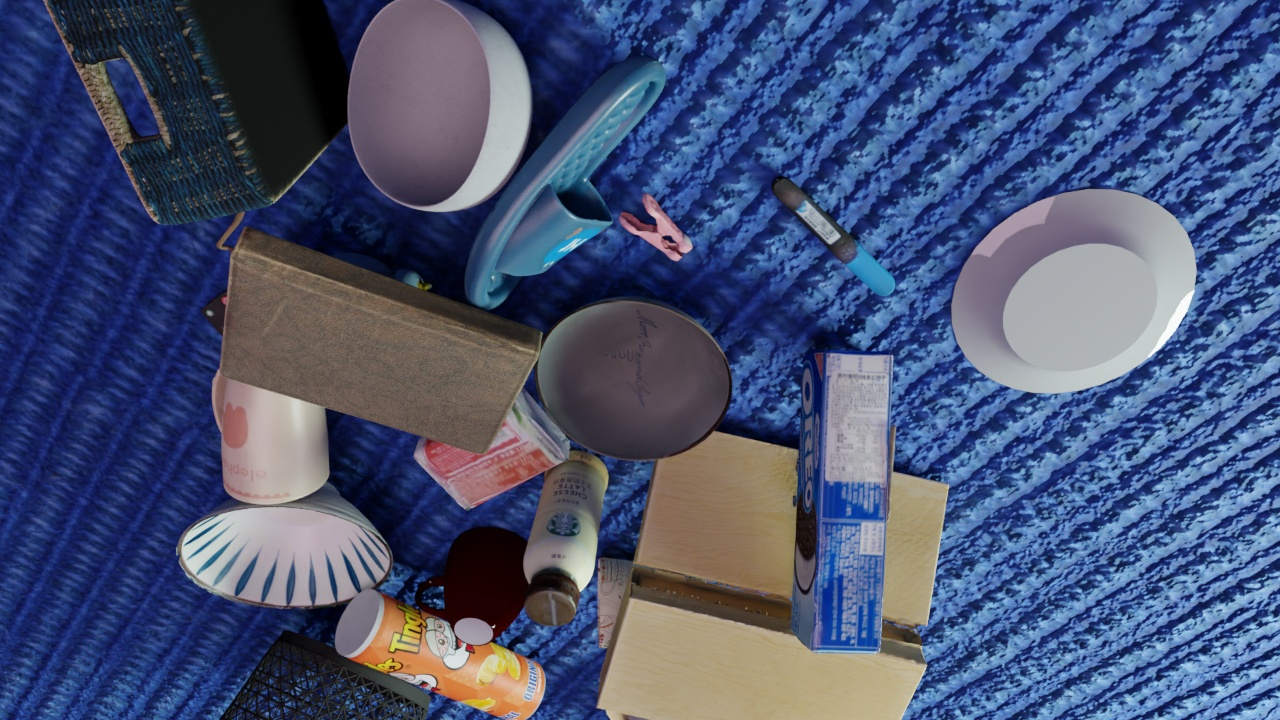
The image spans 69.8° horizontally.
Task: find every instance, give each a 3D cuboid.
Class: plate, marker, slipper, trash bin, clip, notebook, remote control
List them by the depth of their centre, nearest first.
[{"bbox_3d":[-0.050,-0.111,0.620,0.059,0.103,0.214,43,114,5],"label":"slipper"},{"bbox_3d":[-0.186,-0.018,0.649,0.215,0.034,0.191,19,140,-14],"label":"notebook"},{"bbox_3d":[0.141,-0.091,0.670,0.123,0.015,0.018,40,114,-16],"label":"marker"},{"bbox_3d":[0.010,-0.093,0.676,0.057,0.022,0.035,40,114,-21],"label":"clip"},{"bbox_3d":[0.323,-0.042,0.681,0.173,0.019,0.173,2,123,4],"label":"plate"},{"bbox_3d":[-0.308,-0.006,0.766,0.039,0.010,0.125,-29,116,21],"label":"remote control"},{"bbox_3d":[-0.326,0.403,0.862,0.217,0.242,0.217,19,153,10],"label":"trash bin"}]

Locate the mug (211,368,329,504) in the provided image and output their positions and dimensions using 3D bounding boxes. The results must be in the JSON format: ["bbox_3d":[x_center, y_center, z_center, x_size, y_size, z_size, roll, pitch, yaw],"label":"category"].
[{"bbox_3d":[-0.310,0.046,0.751,0.111,0.085,0.104,21,117,26],"label":"mug"}]

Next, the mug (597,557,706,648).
[{"bbox_3d":[0.011,0.241,0.839,0.097,0.121,0.081,1,152,-4],"label":"mug"}]

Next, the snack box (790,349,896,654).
[{"bbox_3d":[0.153,0.105,0.700,0.059,0.059,0.226,3,91,-5],"label":"snack box"}]

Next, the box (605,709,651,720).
[{"bbox_3d":[0.086,0.371,0.958,0.217,0.042,0.148,-20,115,17],"label":"box"}]

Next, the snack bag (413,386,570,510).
[{"bbox_3d":[-0.127,0.075,0.786,0.116,0.036,0.077,-28,117,20],"label":"snack bag"}]

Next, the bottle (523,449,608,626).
[{"bbox_3d":[-0.062,0.142,0.748,0.056,0.161,0.057,2,122,4],"label":"bottle"}]

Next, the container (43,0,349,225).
[{"bbox_3d":[-0.244,-0.183,0.542,0.071,0.187,0.145,-8,121,6],"label":"container"}]

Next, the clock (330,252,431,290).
[{"bbox_3d":[-0.213,-0.035,0.715,0.124,0.051,0.089,12,122,-3],"label":"clock"}]

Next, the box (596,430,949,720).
[{"bbox_3d":[0.111,0.198,0.768,0.247,0.097,0.261,13,90,-4],"label":"box"}]

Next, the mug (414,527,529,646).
[{"bbox_3d":[-0.157,0.218,0.849,0.114,0.088,0.087,-8,121,10],"label":"mug"}]

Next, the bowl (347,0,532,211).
[{"bbox_3d":[-0.123,-0.164,0.599,0.132,0.064,0.132,6,101,33],"label":"bowl"}]

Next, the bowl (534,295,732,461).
[{"bbox_3d":[-0.004,0.004,0.718,0.151,0.056,0.151,2,123,3],"label":"bowl"}]

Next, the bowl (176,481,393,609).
[{"bbox_3d":[-0.310,0.150,0.819,0.177,0.070,0.178,-4,139,-4],"label":"bowl"}]

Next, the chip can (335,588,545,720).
[{"bbox_3d":[-0.186,0.287,0.881,0.062,0.062,0.210,-34,129,23],"label":"chip can"}]
